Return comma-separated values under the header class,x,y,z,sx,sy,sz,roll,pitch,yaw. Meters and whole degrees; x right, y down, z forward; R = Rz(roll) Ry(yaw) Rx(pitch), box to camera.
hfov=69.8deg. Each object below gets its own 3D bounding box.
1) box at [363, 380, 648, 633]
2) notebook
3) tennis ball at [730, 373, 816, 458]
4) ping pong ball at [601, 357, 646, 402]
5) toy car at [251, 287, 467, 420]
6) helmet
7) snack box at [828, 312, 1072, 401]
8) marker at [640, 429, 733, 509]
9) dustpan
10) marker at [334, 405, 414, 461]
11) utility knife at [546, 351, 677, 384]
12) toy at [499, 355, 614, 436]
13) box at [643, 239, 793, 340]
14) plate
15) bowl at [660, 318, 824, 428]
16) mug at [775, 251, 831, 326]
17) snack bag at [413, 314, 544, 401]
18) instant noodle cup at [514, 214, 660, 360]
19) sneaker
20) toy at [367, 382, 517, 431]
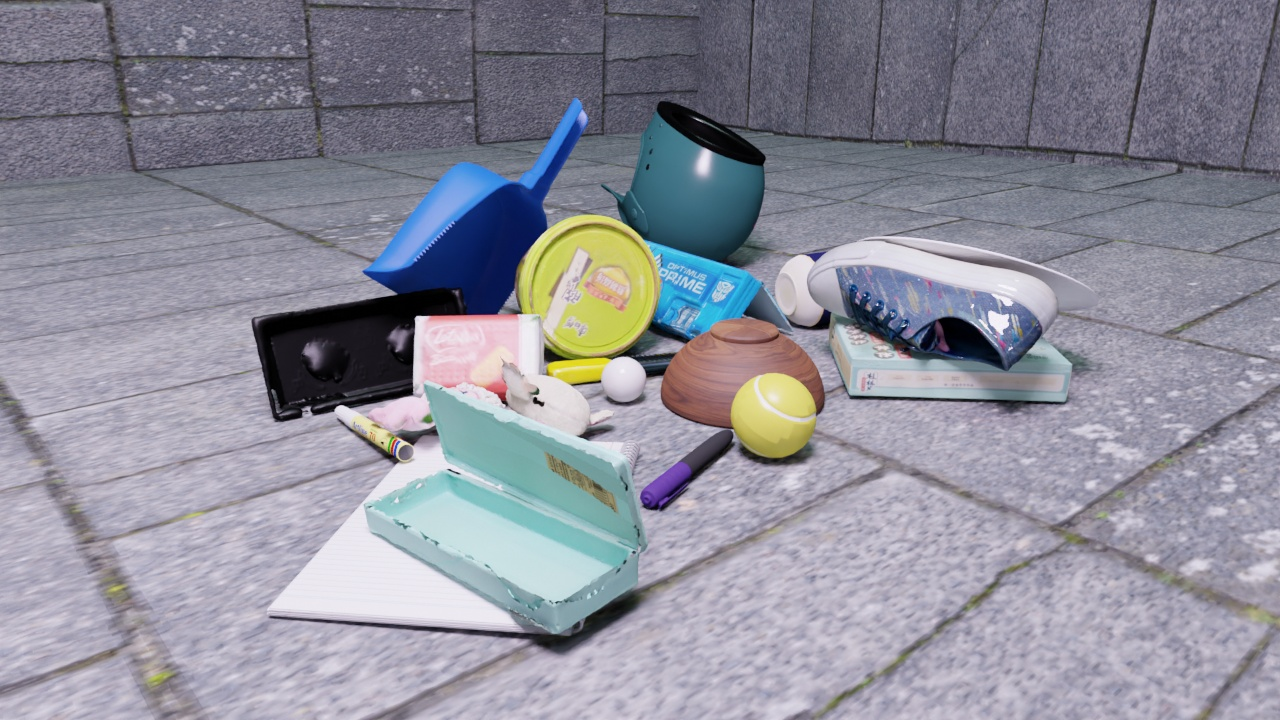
class,x,y,z,sx,sy,sz,roll,pitch,yaw
box,-0.087,0.072,0.540,0.188,0.093,0.077,15,25,42
notebook,-0.104,0.103,0.614,0.178,0.013,0.245,1,19,8
tennis ball,0.102,0.042,0.706,0.065,0.065,0.065,0,19,0
ping pong ball,-0.015,0.017,0.818,0.040,0.040,0.040,0,19,0
toy car,-0.255,-0.006,0.848,0.191,0.094,0.071,-14,-2,-31
helmet,0.057,-0.243,1.328,0.176,0.201,0.274,6,30,-33
snack box,0.287,-0.006,0.879,0.193,0.044,0.141,2,20,3
marker,0.039,0.078,0.682,0.018,0.015,0.133,38,32,16
dustpan,-0.140,-0.156,0.920,0.059,0.257,0.245,29,-4,12
marker,-0.216,0.056,0.735,0.014,0.014,0.132,-14,20,-36
utility knife,-0.005,0.005,0.886,0.172,0.020,0.029,-6,21,-15
toy,-0.076,0.034,0.747,0.112,0.050,0.087,18,4,-43
box,0.055,-0.065,1.063,0.115,0.094,0.244,37,-7,-38
plate,0.317,-0.070,0.890,0.229,0.030,0.229,16,-1,0
bowl,0.092,0.001,0.820,0.147,0.069,0.147,0,19,0
mug,0.200,-0.078,1.051,0.089,0.085,0.112,-10,-14,-19
snack bag,-0.144,-0.002,0.821,0.116,0.077,0.036,-1,-17,-2
instant noodle cup,-0.062,-0.076,0.946,0.146,0.146,0.098,-8,10,-21
sneaker,0.241,-0.046,0.821,0.236,0.087,0.079,15,58,43
toy,-0.158,0.039,0.729,0.108,0.041,0.096,-3,4,-28
